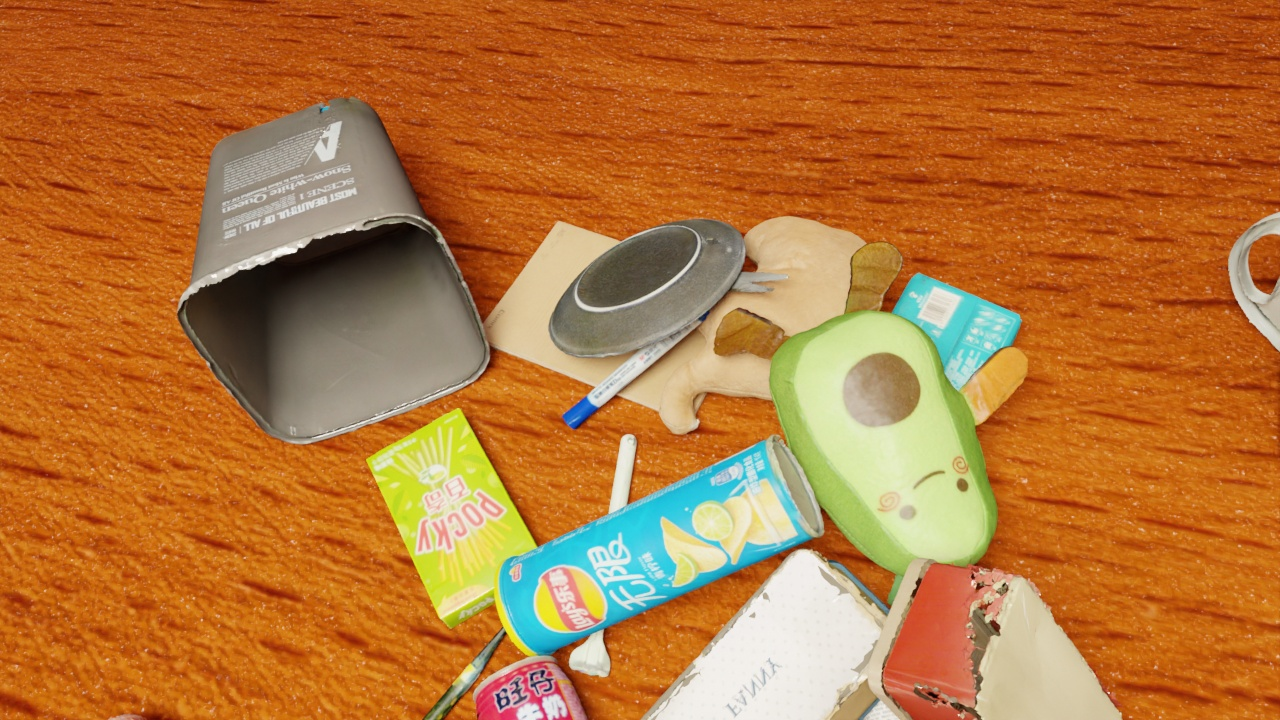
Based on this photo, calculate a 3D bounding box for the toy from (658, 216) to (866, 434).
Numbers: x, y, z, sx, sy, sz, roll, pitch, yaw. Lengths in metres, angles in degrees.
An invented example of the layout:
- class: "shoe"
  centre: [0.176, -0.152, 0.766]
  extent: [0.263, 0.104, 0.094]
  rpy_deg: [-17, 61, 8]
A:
- class: "toy"
  centre: [0.107, -0.025, 0.734]
  extent: [0.143, 0.082, 0.225]
  rpy_deg: [22, 60, 32]

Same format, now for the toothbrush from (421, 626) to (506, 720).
- class: "toothbrush"
  centre: [-0.123, 0.228, 0.636]
  extent: [0.017, 0.012, 0.185]
  rpy_deg: [36, 67, 15]

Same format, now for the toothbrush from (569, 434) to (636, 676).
- class: "toothbrush"
  centre: [-0.022, 0.137, 0.680]
  extent: [0.029, 0.020, 0.189]
  rpy_deg: [17, 56, -11]

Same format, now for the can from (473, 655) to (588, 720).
- class: "can"
  centre: [-0.063, 0.244, 0.583]
  extent: [0.066, 0.067, 0.093]
  rpy_deg: [-25, 56, -9]

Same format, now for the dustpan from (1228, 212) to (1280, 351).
- class: "dustpan"
  centre: [0.518, -0.003, 0.581]
  extent: [0.258, 0.223, 0.142]
  rpy_deg: [10, 69, 27]

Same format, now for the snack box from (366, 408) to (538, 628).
- class: "snack box"
  centre: [-0.142, 0.117, 0.705]
  extent: [0.085, 0.026, 0.156]
  rpy_deg: [-29, 58, -11]

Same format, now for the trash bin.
- class: "trash bin"
  centre: [-0.258, -0.088, 0.767]
  extent: [0.199, 0.199, 0.219]
  rpy_deg: [-20, 50, -6]

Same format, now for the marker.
- class: "marker"
  centre: [-0.004, 0.004, 0.730]
  extent: [0.146, 0.017, 0.017]
  rpy_deg: [-40, 56, 13]

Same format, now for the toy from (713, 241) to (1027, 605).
- class: "toy"
  centre: [0.161, 0.042, 0.631]
  extent: [0.227, 0.090, 0.246]
  rpy_deg: [-27, 73, 3]

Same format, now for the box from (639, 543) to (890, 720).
- class: "box"
  centre: [0.085, 0.197, 0.557]
  extent: [0.184, 0.061, 0.090]
  rpy_deg: [-46, 52, 3]

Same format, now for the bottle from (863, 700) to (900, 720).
- class: "bottle"
  centre: [0.167, 0.214, 0.573]
  extent: [0.063, 0.063, 0.108]
  rpy_deg: [-3, 56, 6]

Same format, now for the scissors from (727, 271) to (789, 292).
- class: "scissors"
  centre: [0.044, -0.059, 0.742]
  extent: [0.147, 0.014, 0.171]
  rpy_deg: [-28, 28, 9]

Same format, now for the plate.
- class: "plate"
  centre: [0.000, -0.069, 0.752]
  extent: [0.180, 0.024, 0.179]
  rpy_deg: [-21, 31, 13]

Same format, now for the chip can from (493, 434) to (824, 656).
- class: "chip can"
  centre: [0.009, 0.123, 0.597]
  extent: [0.210, 0.071, 0.071]
  rpy_deg: [-27, 54, 17]

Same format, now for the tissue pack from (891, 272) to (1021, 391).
- class: "tissue pack"
  centre: [0.229, 0.002, 0.716]
  extent: [0.093, 0.050, 0.133]
  rpy_deg: [26, 64, 21]

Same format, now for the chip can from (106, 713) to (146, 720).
- class: "chip can"
  centre: [-0.272, 0.308, 0.567]
  extent: [0.215, 0.071, 0.071]
  rpy_deg: [27, 64, 24]

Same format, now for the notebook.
- class: "notebook"
  centre: [-0.019, -0.041, 0.804]
  extent: [0.212, 0.012, 0.149]
  rpy_deg: [21, 61, 19]

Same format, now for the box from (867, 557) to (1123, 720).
- class: "box"
  centre: [0.211, 0.189, 0.512]
  extent: [0.080, 0.168, 0.091]
  rpy_deg: [-3, 47, 50]
